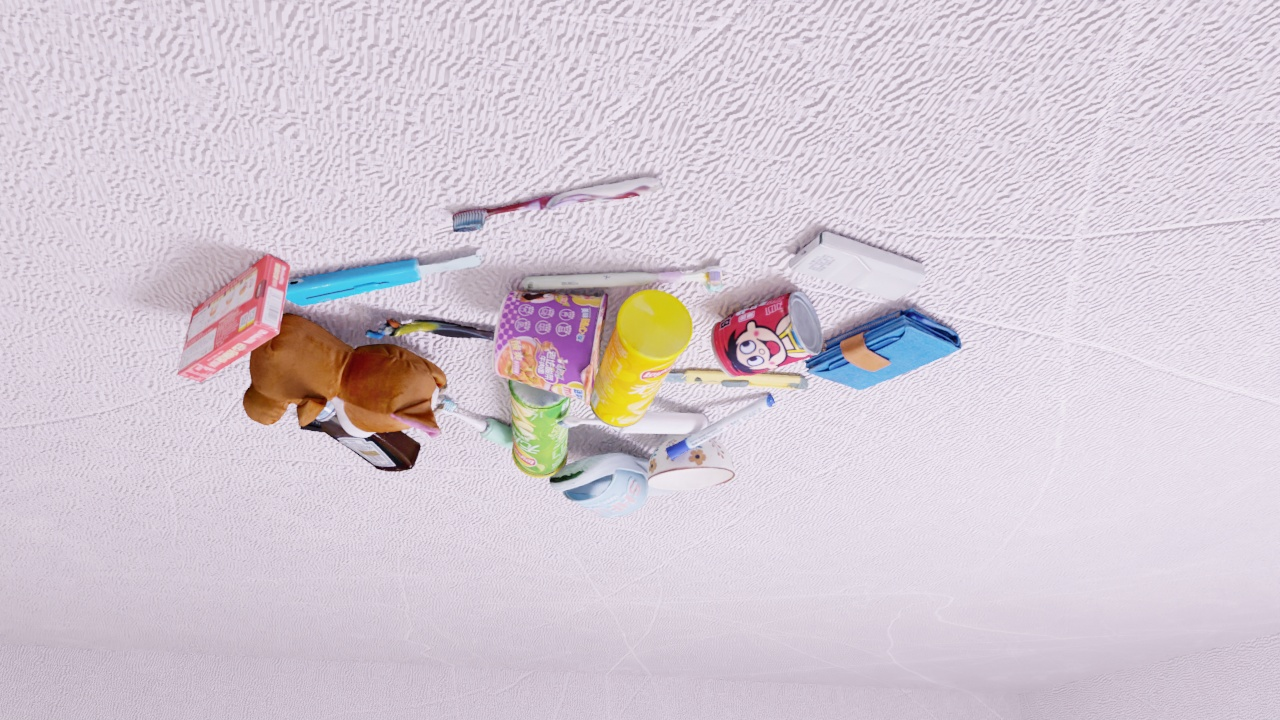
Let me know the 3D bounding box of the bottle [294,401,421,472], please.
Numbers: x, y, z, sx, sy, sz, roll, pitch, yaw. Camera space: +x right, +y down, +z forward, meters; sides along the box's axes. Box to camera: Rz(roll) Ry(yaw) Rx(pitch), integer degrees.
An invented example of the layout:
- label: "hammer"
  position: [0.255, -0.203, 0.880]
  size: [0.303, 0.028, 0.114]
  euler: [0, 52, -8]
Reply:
- label: "bottle"
  position: [-0.349, 0.073, 1.099]
  size: [0.080, 0.044, 0.195]
  euler: [-4, 146, 30]

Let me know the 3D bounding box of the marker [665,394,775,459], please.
- label: "marker"
  position: [0.096, 0.080, 1.111]
  size: [0.146, 0.017, 0.017]
  euler: [-30, 144, 13]

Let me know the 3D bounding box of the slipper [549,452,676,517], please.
- label: "slipper"
  position: [-0.029, 0.175, 1.238]
  size: [0.104, 0.074, 0.245]
  euler: [-19, 160, 31]

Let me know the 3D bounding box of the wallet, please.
- label: "wallet"
  position: [0.256, -0.008, 0.972]
  size: [0.106, 0.040, 0.133]
  euler: [18, 147, -38]

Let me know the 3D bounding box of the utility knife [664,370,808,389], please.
- label: "utility knife"
  position: [0.099, 0.021, 1.053]
  size: [0.195, 0.020, 0.031]
  euler: [7, 146, -2]

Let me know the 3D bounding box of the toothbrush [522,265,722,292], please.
- label: "toothbrush"
  position: [-0.018, -0.075, 0.864]
  size: [0.189, 0.020, 0.029]
  euler: [-1, 126, 5]

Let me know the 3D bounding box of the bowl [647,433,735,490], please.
- label: "bowl"
  position: [0.063, 0.125, 1.186]
  size: [0.113, 0.062, 0.114]
  euler: [-3, 158, -1]

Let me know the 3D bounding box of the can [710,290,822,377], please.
- label: "can"
  position: [0.124, -0.024, 0.909]
  size: [0.094, 0.066, 0.066]
  euler: [-19, 146, 32]

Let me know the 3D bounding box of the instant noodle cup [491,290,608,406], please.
- label: "instant noodle cup"
  position: [-0.087, -0.019, 0.887]
  size: [0.099, 0.111, 0.112]
  euler: [11, 151, -1]

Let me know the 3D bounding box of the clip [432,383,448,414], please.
- label: "clip"
  position: [-0.260, 0.051, 1.087]
  size: [0.080, 0.034, 0.105]
  euler: [18, 152, -29]

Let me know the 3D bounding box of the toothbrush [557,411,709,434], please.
- label: "toothbrush"
  position: [-0.004, 0.073, 1.072]
  size: [0.220, 0.026, 0.026]
  euler: [4, 153, -41]

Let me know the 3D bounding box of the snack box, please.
- label: "snack box"
  position: [-0.389, -0.038, 0.876]
  size: [0.153, 0.075, 0.025]
  euler: [-23, 146, 36]

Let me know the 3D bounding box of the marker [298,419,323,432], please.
- label: "marker"
  position: [-0.371, 0.092, 1.175]
  size: [0.130, 0.022, 0.018]
  euler: [17, 141, -27]

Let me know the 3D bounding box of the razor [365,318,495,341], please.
- label: "razor"
  position: [-0.209, -0.031, 0.945]
  size: [0.142, 0.022, 0.043]
  euler: [3, -174, -13]

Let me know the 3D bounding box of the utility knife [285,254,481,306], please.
- label: "utility knife"
  position: [-0.242, -0.079, 0.861]
  size: [0.207, 0.018, 0.034]
  euler: [-9, 150, 14]

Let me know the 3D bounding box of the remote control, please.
- label: "remote control"
  position: [0.201, -0.084, 0.841]
  size: [0.124, 0.024, 0.049]
  euler: [14, 148, -23]

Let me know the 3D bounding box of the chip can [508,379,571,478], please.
- label: "chip can"
  position: [-0.117, 0.067, 1.073]
  size: [0.072, 0.072, 0.222]
  euler: [3, 152, -6]

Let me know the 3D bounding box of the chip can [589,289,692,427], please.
- label: "chip can"
  position: [-0.006, 0.005, 0.936]
  size: [0.072, 0.072, 0.214]
  euler: [5, 157, -10]

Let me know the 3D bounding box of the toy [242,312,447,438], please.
- label: "toy"
  position: [-0.302, 0.028, 0.950]
  size: [0.199, 0.140, 0.131]
  euler: [8, 128, -14]

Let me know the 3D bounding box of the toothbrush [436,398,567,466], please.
- label: "toothbrush"
  position: [-0.175, 0.096, 1.176]
  size: [0.027, 0.026, 0.224]
  euler: [-46, 136, 12]

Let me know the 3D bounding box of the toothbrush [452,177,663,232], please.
- label: "toothbrush"
  position: [-0.072, -0.129, 0.765]
  size: [0.188, 0.017, 0.016]
  euler: [-7, 152, 15]
